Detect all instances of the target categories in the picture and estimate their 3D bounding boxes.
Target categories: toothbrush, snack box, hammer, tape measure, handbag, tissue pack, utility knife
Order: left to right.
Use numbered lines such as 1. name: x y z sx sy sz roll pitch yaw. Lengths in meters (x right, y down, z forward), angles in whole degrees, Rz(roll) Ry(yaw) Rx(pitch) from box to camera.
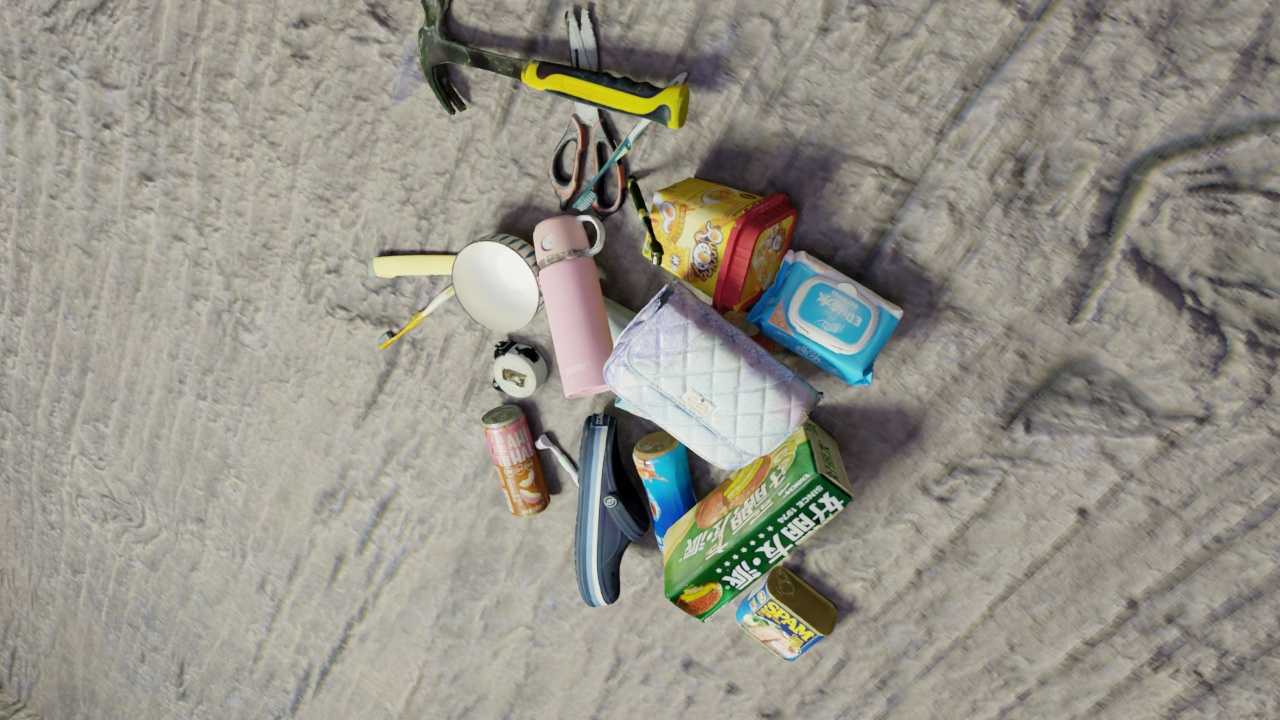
1. toothbrush: -0.291 -0.061 1.203 0.192 0.016 0.018 -32 91 35
2. utility knife: -0.264 -0.118 1.156 0.198 0.020 0.031 4 122 25
3. tape measure: -0.154 0.013 1.166 0.066 0.033 0.066 16 124 18
4. hammer: -0.099 -0.294 0.956 0.323 0.031 0.126 21 123 20
5. toothbrush: -0.074 0.174 1.224 0.021 0.029 0.189 -40 98 -2
6. toothbrush: -0.011 -0.226 0.965 0.018 0.016 0.192 36 119 -15
7. toothbrush: 0.003 -0.145 0.925 0.012 0.185 0.017 -4 124 -7
8. handbag: 0.068 0.022 0.927 0.194 0.075 0.134 35 123 -13
9. snack box: 0.103 -0.015 0.995 0.080 0.091 0.082 9 122 13
10. snack box: 0.126 0.179 1.036 0.063 0.114 0.241 38 114 -18
11. tissue pack: 0.189 -0.043 0.929 0.140 0.063 0.090 31 83 7

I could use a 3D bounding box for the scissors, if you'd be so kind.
1. scissors: -0.068 -0.259 0.987 0.198 0.015 0.205 -34 98 36

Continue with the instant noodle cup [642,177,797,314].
1. instant noodle cup: 0.077 -0.126 0.939 0.124 0.115 0.116 28 126 24

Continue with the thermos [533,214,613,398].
1. thermos: -0.064 -0.063 1.018 0.087 0.067 0.198 -15 81 25

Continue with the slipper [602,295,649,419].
1. slipper: -0.006 0.006 1.067 0.245 0.074 0.104 35 125 6

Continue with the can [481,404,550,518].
1. can: -0.165 0.135 1.222 0.058 0.057 0.147 -2 115 27

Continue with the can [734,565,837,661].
1. can: 0.182 0.322 1.158 0.102 0.057 0.083 37 128 4

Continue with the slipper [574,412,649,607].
1. slipper: -0.034 0.187 1.159 0.095 0.105 0.253 2 106 5

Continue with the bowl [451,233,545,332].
1. bowl: -0.157 -0.098 1.085 0.116 0.066 0.117 11 120 19

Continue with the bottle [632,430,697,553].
1. bottle: 0.045 0.196 1.149 0.065 0.065 0.219 -3 114 27
